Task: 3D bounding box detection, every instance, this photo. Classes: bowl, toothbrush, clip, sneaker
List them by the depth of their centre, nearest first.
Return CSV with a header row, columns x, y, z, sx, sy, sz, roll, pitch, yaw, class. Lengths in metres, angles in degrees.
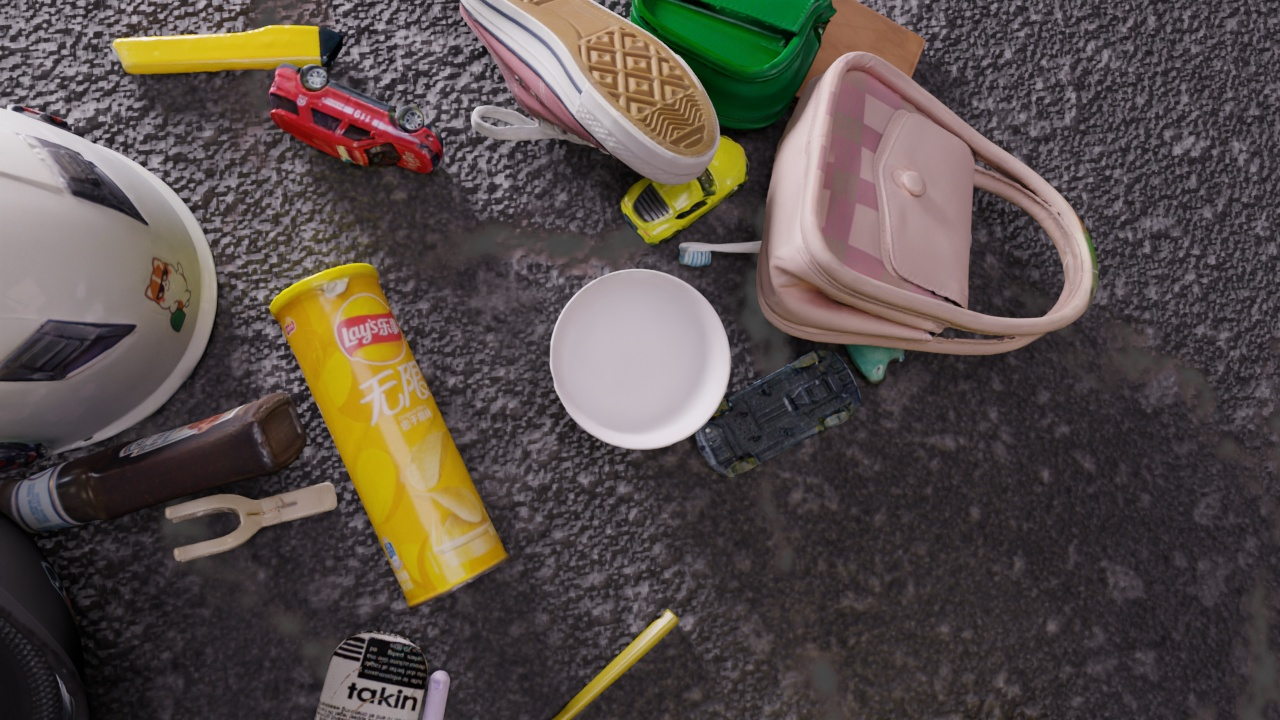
x,y,z,sx,sy,sz,roll,pitch,yaw,class
-0.247,0.098,0.568,0.102,0.095,0.035,-14,82,0,clip
-0.143,0.291,0.572,0.029,0.021,0.189,8,77,4,toothbrush
-0.051,0.228,0.600,0.190,0.016,0.016,-38,81,-13,toothbrush
-0.004,0.004,0.620,0.118,0.065,0.118,1,80,-8,bowl
-0.044,-0.188,0.637,0.118,0.088,0.241,-31,64,-35,sneaker
0.136,-0.085,0.676,0.221,0.026,0.026,-4,107,-10,toothbrush

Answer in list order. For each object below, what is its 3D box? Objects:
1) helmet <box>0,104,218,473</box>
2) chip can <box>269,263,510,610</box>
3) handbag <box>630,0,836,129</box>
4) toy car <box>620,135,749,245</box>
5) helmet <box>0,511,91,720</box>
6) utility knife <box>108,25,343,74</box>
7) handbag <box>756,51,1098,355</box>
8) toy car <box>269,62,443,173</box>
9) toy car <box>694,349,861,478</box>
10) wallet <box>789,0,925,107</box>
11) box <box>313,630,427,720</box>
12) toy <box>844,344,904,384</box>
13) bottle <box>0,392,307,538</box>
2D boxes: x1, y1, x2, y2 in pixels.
x,y,z,sx,sy,sz,roll,pitch,yaw,class
-0.406,-0.054,0.522,0.274,0.157,0.230,4,80,-8,helmet
-0.160,0.047,0.587,0.072,0.072,0.213,-25,86,-12,chip can
0.065,-0.240,0.664,0.131,0.068,0.120,32,71,12,handbag
0.035,-0.128,0.666,0.105,0.032,0.048,-36,87,-14,toy car
-0.409,0.161,0.449,0.274,0.230,0.234,-12,115,-13,helmet
-0.287,-0.216,0.640,0.156,0.015,0.033,-5,75,-9,utility knife
0.204,-0.091,0.634,0.234,0.094,0.192,18,62,-6,handbag
-0.194,-0.160,0.627,0.120,0.053,0.045,20,79,-2,toy car
0.095,0.037,0.646,0.120,0.037,0.054,-28,86,-2,toy car
0.154,-0.232,0.709,0.115,0.020,0.101,26,78,-6,wallet
-0.176,0.250,0.561,0.068,0.052,0.164,15,78,-25,box
0.164,-0.030,0.672,0.096,0.030,0.092,-31,91,-20,toy
-0.307,0.070,0.556,0.195,0.080,0.044,-17,102,2,bottle
